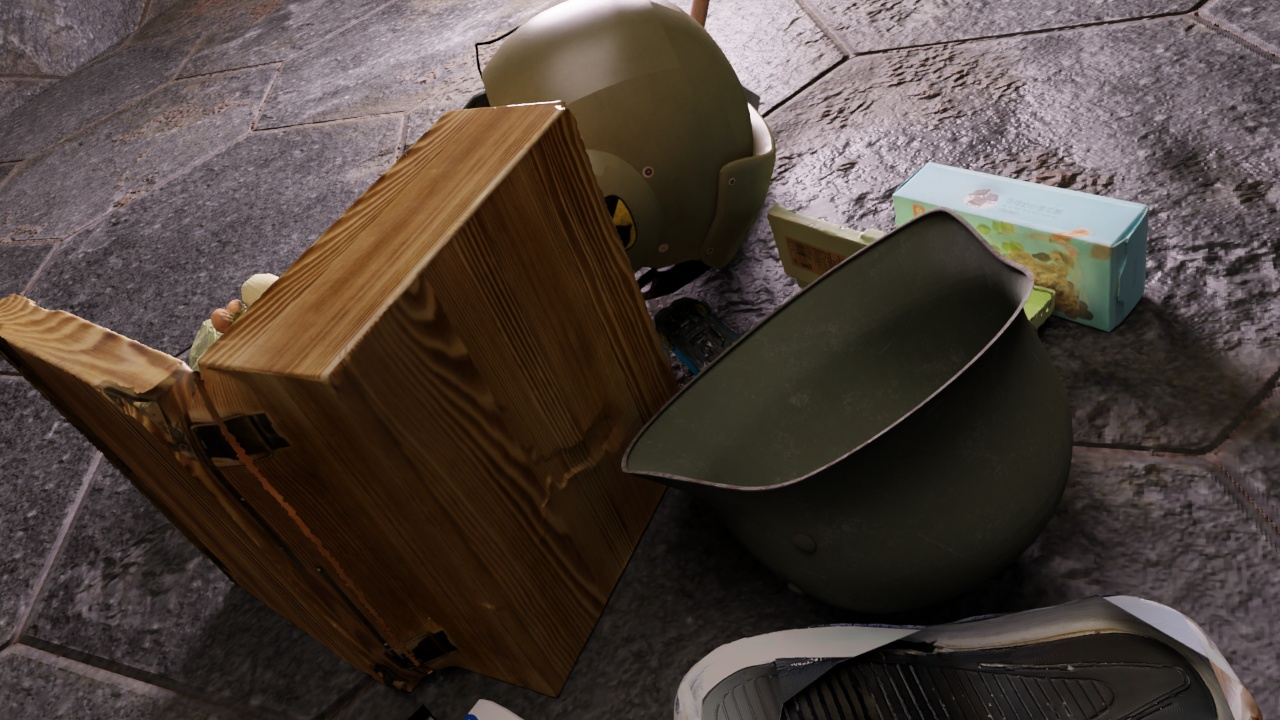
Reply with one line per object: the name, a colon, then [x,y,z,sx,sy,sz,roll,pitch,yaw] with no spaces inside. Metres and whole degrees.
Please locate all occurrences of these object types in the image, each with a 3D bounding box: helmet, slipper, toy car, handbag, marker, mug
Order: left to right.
handbag: [-0.346,-0.020,0.852,0.186,0.117,0.113,-16,53,7]
marker: [-0.174,0.259,0.530,0.140,0.016,0.016,-42,42,-22]
mug: [-0.080,0.237,0.463,0.089,0.091,0.122,-49,11,-30]
helmet: [-0.015,-0.151,0.721,0.233,0.256,0.250,-23,38,3]
toy car: [0.053,-0.008,0.716,0.048,0.032,0.105,-35,54,-15]
helmet: [0.128,0.045,0.492,0.226,0.154,0.268,-40,4,-13]
slipper: [0.149,0.176,0.435,0.264,0.063,0.111,-9,38,-3]

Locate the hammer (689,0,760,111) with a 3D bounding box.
hammer: [0.061,-0.359,0.884,0.083,0.162,0.317,13,94,36]

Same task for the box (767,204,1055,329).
box: [0.195,-0.071,0.663,0.082,0.098,0.188,-42,46,-22]

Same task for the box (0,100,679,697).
box: [-0.194,0.038,0.591,0.337,0.279,0.285,5,46,28]

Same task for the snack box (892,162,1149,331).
snack box: [0.271,-0.087,0.667,0.053,0.075,0.175,-41,42,-23]

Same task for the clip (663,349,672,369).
clip: [-0.004,0.007,0.739,0.061,0.049,0.025,21,41,-10]
